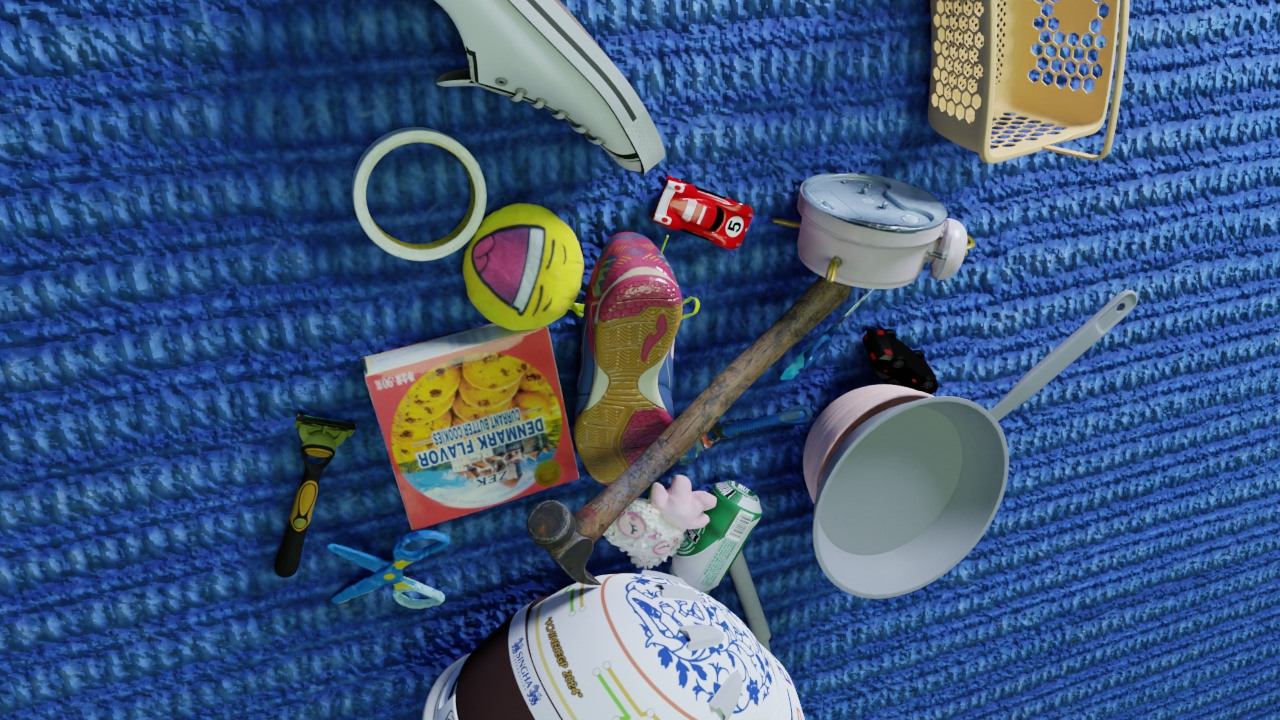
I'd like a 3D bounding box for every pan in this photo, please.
[{"bbox_3d":[0.290,0.063,0.807,0.356,0.051,0.200,-46,121,2],"label":"pan"}]

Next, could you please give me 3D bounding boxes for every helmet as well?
[{"bbox_3d":[-0.013,0.295,0.771,0.314,0.231,0.236,24,109,-35],"label":"helmet"}]

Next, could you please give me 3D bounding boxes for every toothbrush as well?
[{"bbox_3d":[0.115,0.256,0.928,0.018,0.019,0.188,-24,118,-8],"label":"toothbrush"}]

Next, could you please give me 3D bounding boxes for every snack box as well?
[{"bbox_3d":[-0.132,0.048,0.731,0.142,0.040,0.145,-16,117,-14],"label":"snack box"}]

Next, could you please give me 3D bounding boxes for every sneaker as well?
[{"bbox_3d":[-0.086,-0.203,0.620,0.097,0.091,0.245,-42,124,13],"label":"sneaker"},{"bbox_3d":[-0.005,0.005,0.749,0.116,0.091,0.242,-7,133,-13],"label":"sneaker"}]

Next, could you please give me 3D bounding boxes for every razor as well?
[{"bbox_3d":[-0.263,0.109,0.720,0.044,0.021,0.144,13,109,-25],"label":"razor"},{"bbox_3d":[0.094,0.062,0.837,0.140,0.018,0.044,-10,91,-20],"label":"razor"}]

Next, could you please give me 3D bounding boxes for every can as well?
[{"bbox_3d":[0.070,0.163,0.851,0.053,0.053,0.101,24,101,-28],"label":"can"}]

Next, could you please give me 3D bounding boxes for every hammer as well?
[{"bbox_3d":[0.052,0.046,0.738,0.329,0.033,0.120,-43,149,-13],"label":"hammer"}]

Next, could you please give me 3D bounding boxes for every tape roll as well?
[{"bbox_3d":[-0.159,-0.119,0.661,0.094,0.019,0.094,-8,114,-18],"label":"tape roll"}]

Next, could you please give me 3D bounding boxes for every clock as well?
[{"bbox_3d":[0.200,-0.107,0.753,0.157,0.116,0.059,-5,124,-19],"label":"clock"}]

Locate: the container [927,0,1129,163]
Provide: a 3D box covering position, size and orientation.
[{"bbox_3d":[0.306,-0.254,0.699,0.129,0.167,0.183,-17,116,-14],"label":"container"}]

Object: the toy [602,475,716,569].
[{"bbox_3d":[0.014,0.142,0.814,0.109,0.041,0.095,-36,125,21],"label":"toy"}]

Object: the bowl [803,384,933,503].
[{"bbox_3d":[0.213,0.084,0.860,0.153,0.076,0.153,-8,116,-17],"label":"bowl"}]

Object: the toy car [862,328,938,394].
[{"bbox_3d":[0.242,0.005,0.859,0.091,0.042,0.036,30,124,-30],"label":"toy car"}]

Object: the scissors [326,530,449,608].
[{"bbox_3d":[-0.204,0.175,0.758,0.125,0.013,0.130,-27,130,14],"label":"scissors"}]

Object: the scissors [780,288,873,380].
[{"bbox_3d":[0.167,-0.026,0.793,0.014,0.118,0.129,46,101,6],"label":"scissors"}]

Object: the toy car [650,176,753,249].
[{"bbox_3d":[0.050,-0.118,0.739,0.089,0.025,0.038,15,105,-26],"label":"toy car"}]

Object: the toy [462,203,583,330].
[{"bbox_3d":[-0.087,-0.069,0.685,0.094,0.041,0.095,18,97,8],"label":"toy"}]
